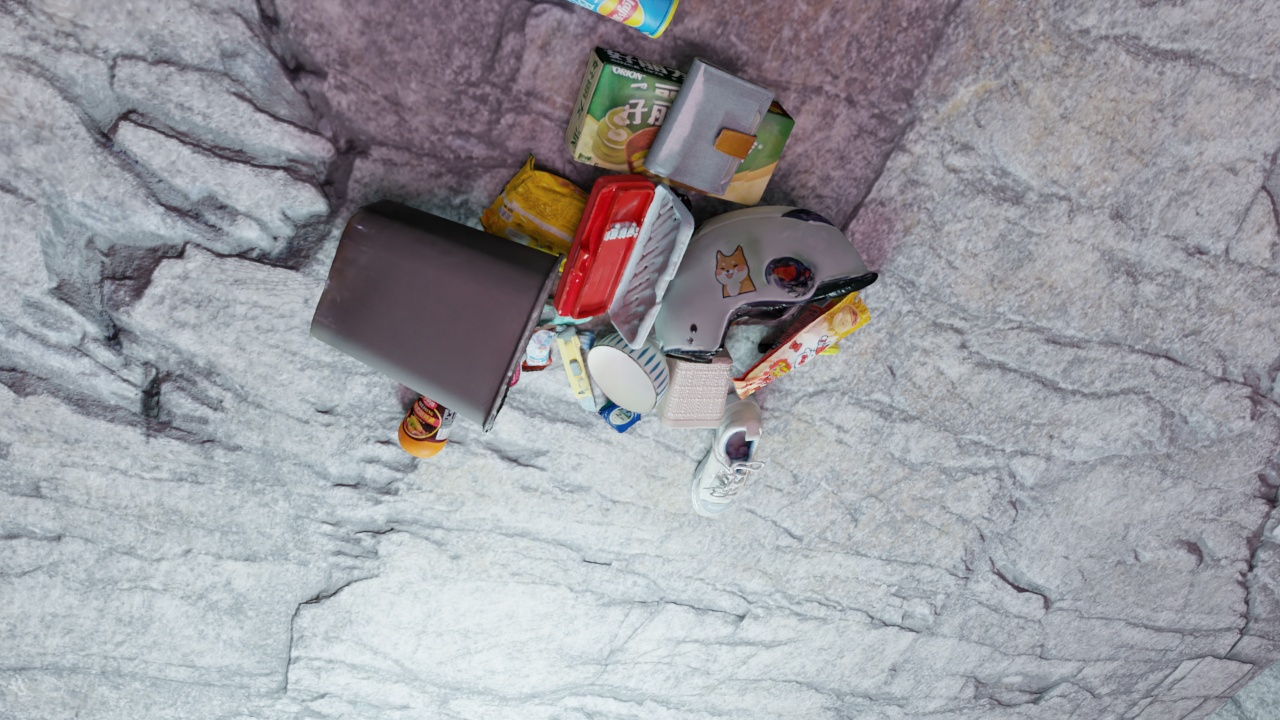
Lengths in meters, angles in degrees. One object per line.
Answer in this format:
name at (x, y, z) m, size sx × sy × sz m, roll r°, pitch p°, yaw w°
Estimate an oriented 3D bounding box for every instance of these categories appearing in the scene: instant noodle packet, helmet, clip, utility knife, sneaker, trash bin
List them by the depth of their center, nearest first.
trash bin at (-0.223, -0.061, 1.023) m, size 0.219 × 0.198 × 0.199 m, roll 22°, pitch 105°, yaw -6°
instant noodle packet at (-0.113, -0.172, 1.089) m, size 0.128 × 0.044 × 0.111 m, roll 29°, pitch 118°, yaw -29°
helmet at (0.130, -0.107, 1.118) m, size 0.274 × 0.230 × 0.157 m, roll -26°, pitch 86°, yaw 5°
clip at (-0.089, -0.032, 1.225) m, size 0.058 × 0.037 × 0.026 m, roll 12°, pitch 130°, yaw -26°
utility knife at (-0.086, 0.015, 1.257) m, size 0.031 × 0.019 × 0.183 m, roll -8°, pitch 144°, yaw 4°
sneaker at (0.139, 0.166, 1.394) m, size 0.089 × 0.090 × 0.243 m, roll 1°, pitch 128°, yaw -14°

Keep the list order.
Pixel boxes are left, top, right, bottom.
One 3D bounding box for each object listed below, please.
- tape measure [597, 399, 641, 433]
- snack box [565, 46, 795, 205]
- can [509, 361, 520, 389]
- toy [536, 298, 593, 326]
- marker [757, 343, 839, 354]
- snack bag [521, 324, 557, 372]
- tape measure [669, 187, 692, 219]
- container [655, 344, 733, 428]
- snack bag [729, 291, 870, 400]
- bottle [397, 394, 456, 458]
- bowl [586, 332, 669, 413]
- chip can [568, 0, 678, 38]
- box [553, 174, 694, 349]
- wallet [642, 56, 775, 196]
tape measure at (-0.027, 0.074, 1.320) m, size 0.054 × 0.025 × 0.058 m, roll -35°, pitch 132°, yaw 12°
snack box at (0.044, -0.262, 1.043) m, size 0.240 × 0.063 × 0.115 m, roll 11°, pitch 123°, yaw -21°
can at (-0.188, -0.015, 1.181) m, size 0.066 × 0.066 × 0.094 m, roll -4°, pitch 128°, yaw -12°
toy at (-0.100, -0.067, 1.181) m, size 0.091 × 0.030 × 0.097 m, roll -2°, pitch 149°, yaw -17°
marker at (0.227, -0.017, 1.318) m, size 0.124 × 0.015 × 0.018 m, roll 0°, pitch 122°, yaw -13°
snack bag at (-0.134, -0.019, 1.205) m, size 0.045 × 0.026 × 0.105 m, roll -2°, pitch 149°, yaw -10°
tape measure at (0.026, -0.183, 1.106) m, size 0.057 × 0.057 × 0.039 m, roll -41°, pitch 128°, yaw -10°
container at (0.073, 0.023, 1.265) m, size 0.089 × 0.090 × 0.111 m, roll 1°, pitch 125°, yaw -15°
snack bag at (0.211, -0.021, 1.250) m, size 0.208 × 0.073 × 0.128 m, roll -39°, pitch 167°, yaw 2°
bottle at (-0.270, 0.059, 1.227) m, size 0.066 × 0.066 × 0.150 m, roll 21°, pitch 113°, yaw -28°
bowl at (-0.007, 0.007, 1.231) m, size 0.066 × 0.116 × 0.117 m, roll -45°, pitch 140°, yaw -33°
chip can at (-0.066, -0.391, 0.907) m, size 0.210 × 0.071 × 0.071 m, roll 14°, pitch 123°, yaw -23°
box at (-0.023, -0.107, 1.053) m, size 0.094 × 0.100 × 0.202 m, roll -10°, pitch 140°, yaw -34°
wallet at (0.077, -0.249, 0.997) m, size 0.106 × 0.037 × 0.130 m, roll 15°, pitch 121°, yaw -23°
